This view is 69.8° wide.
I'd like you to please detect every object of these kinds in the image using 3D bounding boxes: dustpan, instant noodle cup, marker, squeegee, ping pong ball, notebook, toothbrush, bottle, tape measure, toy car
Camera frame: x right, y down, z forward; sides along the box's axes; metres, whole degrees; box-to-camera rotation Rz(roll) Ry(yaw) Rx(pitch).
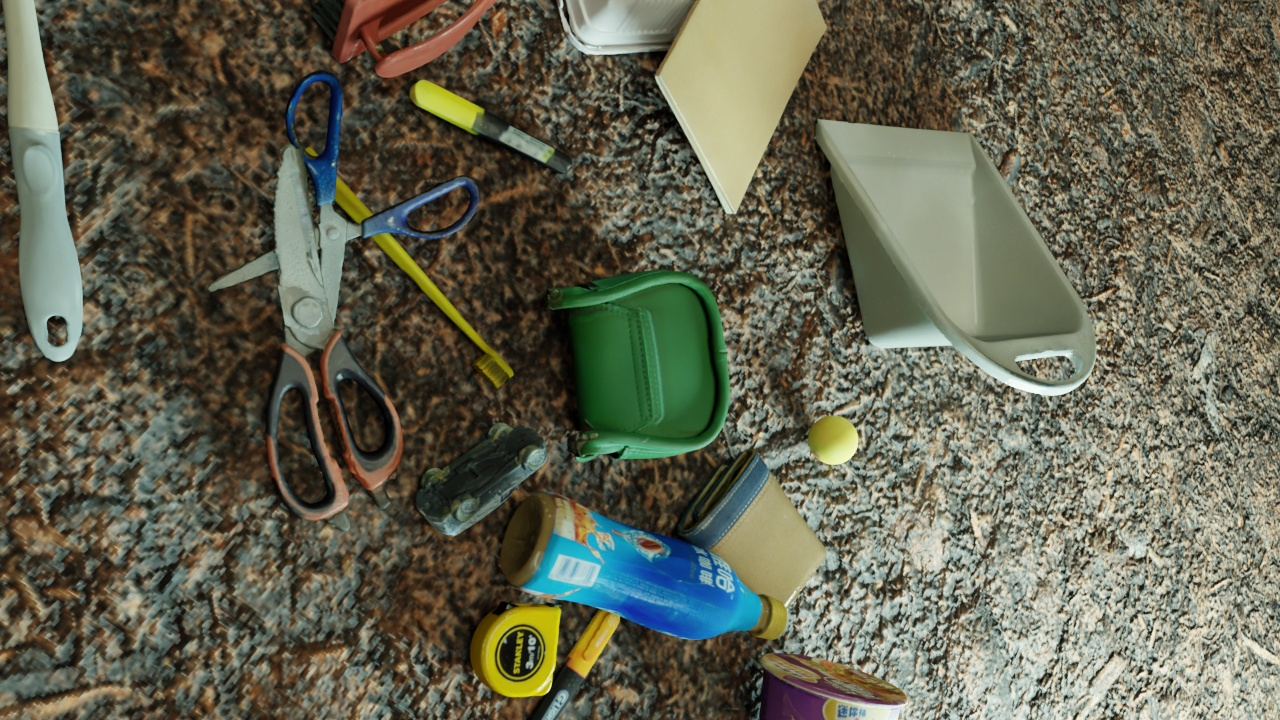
[{"bbox_3d":[0.294,-0.096,0.801,0.222,0.143,0.257,-6,90,-34],"label":"dustpan"},{"bbox_3d":[-0.004,-0.322,0.676,0.137,0.060,0.173,-16,93,-33],"label":"instant noodle cup"},{"bbox_3d":[-0.099,-0.156,0.625,0.124,0.015,0.018,21,75,-33],"label":"marker"},{"bbox_3d":[0.134,0.283,0.682,0.111,0.112,0.099,16,83,-31],"label":"instant noodle cup"},{"bbox_3d":[-0.311,-0.123,0.467,0.246,0.039,0.246,-6,89,-33],"label":"squeegee"},{"bbox_3d":[0.158,0.065,0.754,0.040,0.040,0.040,4,83,-33],"label":"ping pong ball"},{"bbox_3d":[-0.051,0.220,0.617,0.018,0.015,0.123,44,65,-17],"label":"marker"},{"bbox_3d":[0.085,-0.244,0.717,0.149,0.012,0.211,51,58,-48],"label":"notebook"},{"bbox_3d":[-0.147,-0.055,0.581,0.016,0.016,0.190,-47,110,-21],"label":"toothbrush"},{"bbox_3d":[0.012,0.151,0.632,0.218,0.065,0.065,24,72,-27],"label":"bottle"},{"bbox_3d":[-0.082,0.186,0.592,0.057,0.029,0.060,11,80,-33],"label":"tape measure"},{"bbox_3d":[-0.099,0.075,0.585,0.090,0.043,0.034,-38,133,-27],"label":"toy car"}]

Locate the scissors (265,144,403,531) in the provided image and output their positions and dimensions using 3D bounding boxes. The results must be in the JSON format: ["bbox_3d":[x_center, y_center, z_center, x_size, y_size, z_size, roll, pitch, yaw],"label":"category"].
[{"bbox_3d":[-0.179,-0.016,0.540,0.176,0.015,0.210,31,77,-28],"label":"scissors"}]

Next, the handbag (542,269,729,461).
[{"bbox_3d":[-0.004,0.004,0.638,0.120,0.068,0.131,-9,90,-33],"label":"handbag"}]

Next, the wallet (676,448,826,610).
[{"bbox_3d":[0.089,0.138,0.708,0.090,0.033,0.115,-48,111,-24],"label":"wallet"}]

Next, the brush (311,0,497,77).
[{"bbox_3d":[-0.131,-0.237,0.582,0.069,0.063,0.145,48,60,-7],"label":"brush"}]

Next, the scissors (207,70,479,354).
[{"bbox_3d":[-0.176,-0.087,0.550,0.162,0.012,0.176,-7,97,-24],"label":"scissors"}]
